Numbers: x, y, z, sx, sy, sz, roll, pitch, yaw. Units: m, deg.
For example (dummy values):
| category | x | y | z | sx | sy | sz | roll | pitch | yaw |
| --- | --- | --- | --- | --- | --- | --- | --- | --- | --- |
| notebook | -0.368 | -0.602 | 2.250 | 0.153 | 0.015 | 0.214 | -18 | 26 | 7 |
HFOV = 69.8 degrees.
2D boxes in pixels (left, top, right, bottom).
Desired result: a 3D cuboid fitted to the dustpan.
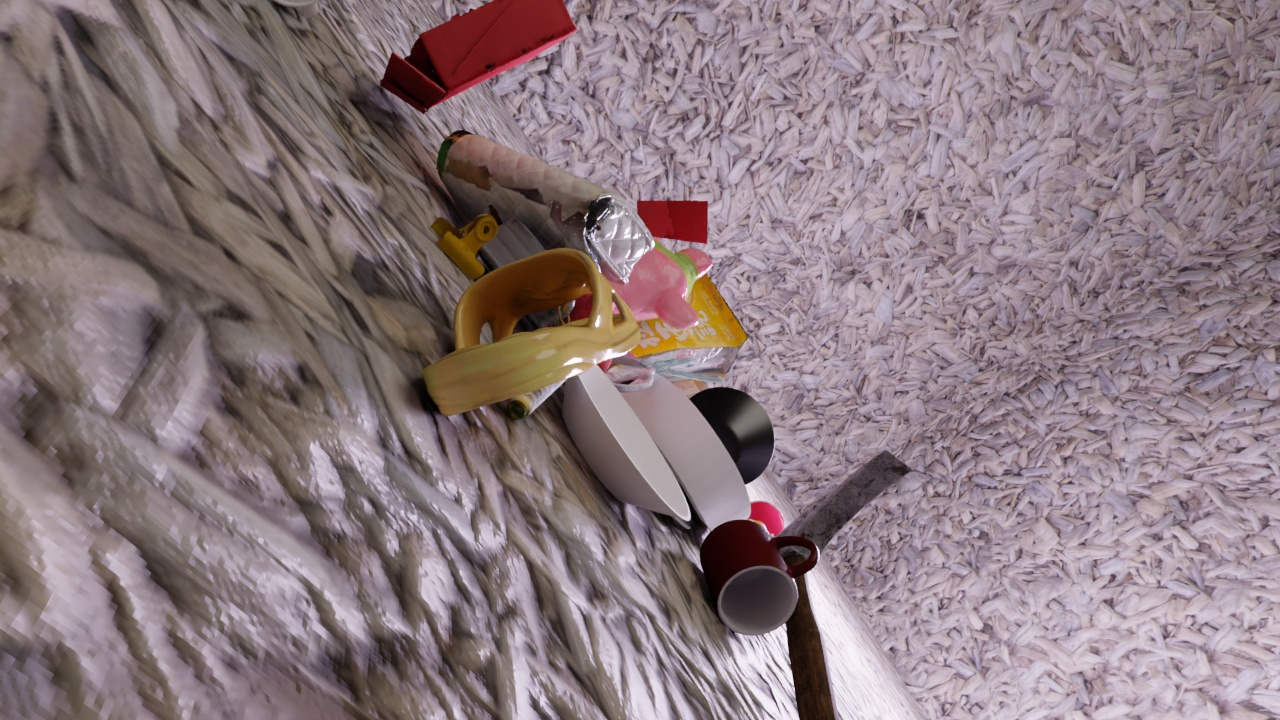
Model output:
| category | x | y | z | sx | sy | sz | roll | pitch | yaw |
| --- | --- | --- | --- | --- | --- | --- | --- | --- | --- |
| dustpan | 0.035 | 0.110 | 1.003 | 0.191 | 0.053 | 0.258 | 56 | -12 | 4 |

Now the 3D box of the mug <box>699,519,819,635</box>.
| category | x | y | z | sx | sy | sz | roll | pitch | yaw |
| --- | --- | --- | --- | --- | --- | --- | --- | --- | --- |
| mug | 0.112 | 0.190 | 0.843 | 0.073 | 0.106 | 0.082 | 62 | 3 | -21 |

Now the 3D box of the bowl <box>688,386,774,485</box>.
| category | x | y | z | sx | sy | sz | roll | pitch | yaw |
| --- | --- | --- | --- | --- | --- | --- | --- | --- | --- |
| bowl | 0.090 | 0.096 | 1.073 | 0.124 | 0.124 | 0.052 | 56 | 21 | 4 |

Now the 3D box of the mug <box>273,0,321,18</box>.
| category | x | y | z | sx | sy | sz | roll | pitch | yaw |
| --- | --- | --- | --- | --- | --- | --- | --- | --- | --- |
| mug | -0.290 | -0.336 | 0.751 | 0.090 | 0.073 | 0.111 | 57 | -20 | 15 |

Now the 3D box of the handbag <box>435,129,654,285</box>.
| category | x | y | z | sx | sy | sz | roll | pitch | yaw |
| --- | --- | --- | --- | --- | --- | --- | --- | --- | --- |
| handbag | -0.091 | -0.140 | 0.867 | 0.195 | 0.072 | 0.139 | 27 | -9 | 30 |

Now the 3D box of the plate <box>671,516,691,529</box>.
| category | x | y | z | sx | sy | sz | roll | pitch | yaw |
| --- | --- | --- | --- | --- | --- | --- | --- | --- | --- |
| plate | -0.004 | 0.094 | 0.910 | 0.178 | 0.012 | 0.178 | 55 | 5 | -8 |

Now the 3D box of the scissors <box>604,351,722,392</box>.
| category | x | y | z | sx | sy | sz | roll | pitch | yaw |
| --- | --- | --- | --- | --- | --- | --- | --- | --- | --- |
| scissors | -0.003 | 0.009 | 0.930 | 0.170 | 0.013 | 0.175 | 14 | 16 | 12 |

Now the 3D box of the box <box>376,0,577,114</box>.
| category | x | y | z | sx | sy | sz | roll | pitch | yaw |
| --- | --- | --- | --- | --- | --- | --- | --- | --- | --- |
| box | -0.251 | -0.343 | 0.826 | 0.374 | 0.148 | 0.213 | 26 | 1 | -20 |

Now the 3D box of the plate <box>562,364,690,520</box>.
| category | x | y | z | sx | sy | sz | roll | pitch | yaw |
| --- | --- | --- | --- | --- | --- | --- | --- | --- | --- |
| plate | -0.023 | 0.068 | 0.761 | 0.174 | 0.036 | 0.174 | 55 | 5 | -8 |

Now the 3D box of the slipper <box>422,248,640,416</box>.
| category | x | y | z | sx | sy | sz | roll | pitch | yaw |
| --- | --- | --- | --- | --- | --- | --- | --- | --- | --- |
| slipper | -0.067 | -0.024 | 0.565 | 0.263 | 0.099 | 0.078 | -45 | 117 | -80 |

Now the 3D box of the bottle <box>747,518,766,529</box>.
| category | x | y | z | sx | sy | sz | roll | pitch | yaw |
| --- | --- | --- | --- | --- | --- | --- | --- | --- | --- |
| bottle | 0.132 | 0.231 | 1.013 | 0.108 | 0.063 | 0.063 | 57 | 6 | 14 |

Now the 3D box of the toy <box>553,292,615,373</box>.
| category | x | y | z | sx | sy | sz | roll | pitch | yaw |
| --- | --- | --- | --- | --- | --- | --- | --- | --- | --- |
| toy | -0.050 | -0.028 | 0.851 | 0.135 | 0.045 | 0.091 | 160 | -77 | -67 |

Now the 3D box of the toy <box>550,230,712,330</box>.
| category | x | y | z | sx | sy | sz | roll | pitch | yaw |
| --- | --- | --- | --- | --- | --- | --- | --- | --- | --- |
| toy | -0.022 | -0.078 | 1.035 | 0.192 | 0.236 | 0.097 | 19 | -54 | 27 |

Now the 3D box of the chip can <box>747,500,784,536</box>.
| category | x | y | z | sx | sy | sz | roll | pitch | yaw |
| --- | --- | --- | --- | --- | --- | --- | --- | --- | --- |
| chip can | 0.159 | 0.236 | 1.200 | 0.069 | 0.069 | 0.220 | 56 | 5 | 2 |

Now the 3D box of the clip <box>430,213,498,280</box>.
| category | x | y | z | sx | sy | sz | roll | pitch | yaw |
| --- | --- | --- | --- | --- | --- | --- | --- | --- | --- |
| clip | -0.140 | -0.098 | 0.743 | 0.054 | 0.048 | 0.046 | 49 | 54 | -45 |

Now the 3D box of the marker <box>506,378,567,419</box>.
| category | x | y | z | sx | sy | sz | roll | pitch | yaw |
| --- | --- | --- | --- | --- | --- | --- | --- | --- | --- |
| marker | -0.061 | 0.010 | 0.659 | 0.017 | 0.017 | 0.146 | 55 | 23 | -5 |

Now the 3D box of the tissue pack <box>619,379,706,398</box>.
| category | x | y | z | sx | sy | sz | roll | pitch | yaw |
| --- | --- | --- | --- | --- | --- | --- | --- | --- | --- |
| tissue pack | 0.012 | 0.007 | 1.204 | 0.103 | 0.071 | 0.181 | -14 | 57 | -36 |

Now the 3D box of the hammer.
| category | x | y | z | sx | sy | sz | roll | pitch | yaw |
| --- | --- | --- | --- | --- | --- | --- | --- | --- | --- |
| hammer | 0.170 | 0.230 | 0.783 | 0.037 | 0.218 | 0.299 | 36 | 24 | -17 |

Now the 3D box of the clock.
| category | x | y | z | sx | sy | sz | roll | pitch | yaw |
| --- | --- | --- | --- | --- | --- | --- | --- | --- | --- |
| clock | -0.097 | -0.069 | 0.800 | 0.148 | 0.056 | 0.104 | 44 | -11 | 45 |

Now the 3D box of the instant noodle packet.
| category | x | y | z | sx | sy | sz | roll | pitch | yaw |
| --- | --- | --- | --- | --- | --- | --- | --- | --- | --- |
| instant noodle packet | 0.001 | -0.054 | 1.138 | 0.221 | 0.084 | 0.163 | -5 | 52 | -36 |
